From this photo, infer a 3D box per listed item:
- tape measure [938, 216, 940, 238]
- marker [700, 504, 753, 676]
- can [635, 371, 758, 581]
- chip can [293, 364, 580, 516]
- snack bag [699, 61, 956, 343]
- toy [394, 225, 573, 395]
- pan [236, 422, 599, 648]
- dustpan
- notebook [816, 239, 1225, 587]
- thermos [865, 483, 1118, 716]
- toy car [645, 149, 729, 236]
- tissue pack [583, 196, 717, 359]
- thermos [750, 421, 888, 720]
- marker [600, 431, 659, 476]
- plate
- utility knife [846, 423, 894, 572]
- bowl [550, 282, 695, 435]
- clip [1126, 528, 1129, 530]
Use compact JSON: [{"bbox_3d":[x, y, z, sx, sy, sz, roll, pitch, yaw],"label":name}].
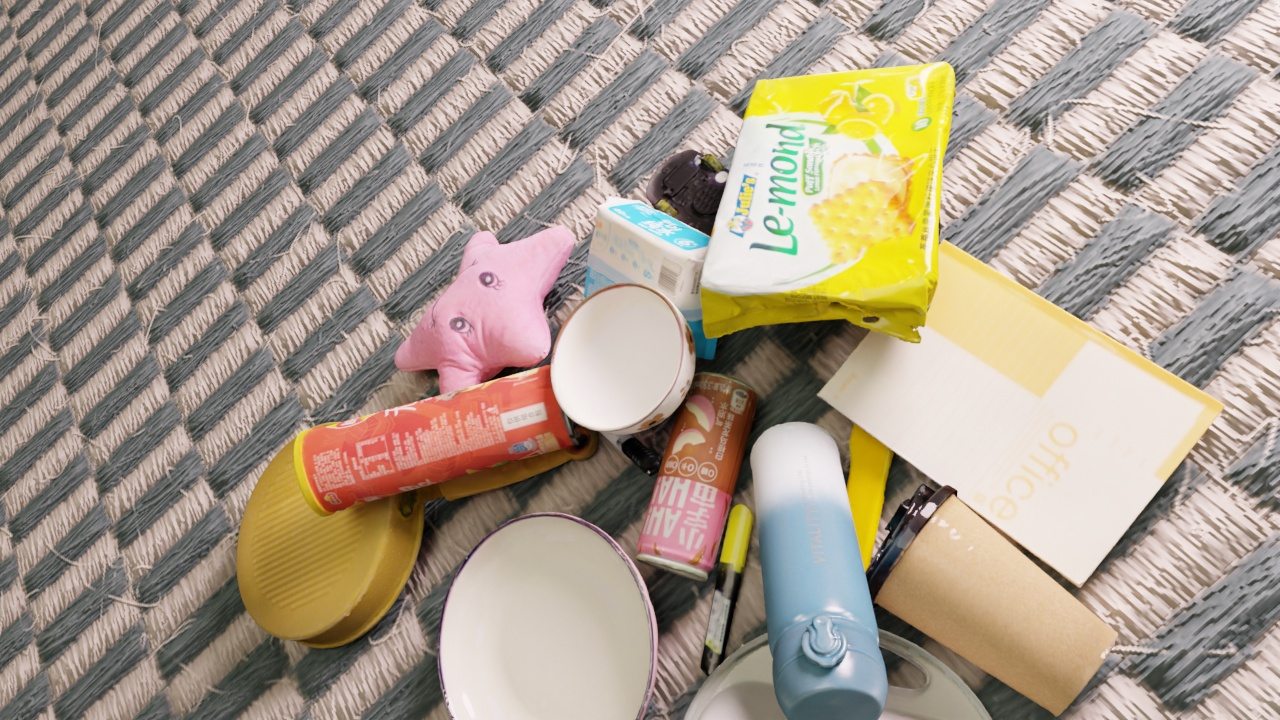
[{"bbox_3d":[0.197,-0.106,0.710,0.066,0.033,0.066,7,71,27],"label":"tape measure"},{"bbox_3d":[0.063,0.166,0.664,0.018,0.015,0.124,5,73,30],"label":"marker"},{"bbox_3d":[0.043,0.085,0.683,0.058,0.058,0.147,8,72,29],"label":"can"},{"bbox_3d":[-0.160,0.062,0.730,0.216,0.073,0.073,-16,60,2],"label":"chip can"},{"bbox_3d":[0.143,-0.116,0.667,0.158,0.068,0.245,2,56,24],"label":"snack bag"},{"bbox_3d":[-0.127,-0.042,0.811,0.179,0.074,0.194,29,82,42],"label":"toy"},{"bbox_3d":[-0.201,0.123,0.794,0.358,0.078,0.197,-26,60,21],"label":"pan"},{"bbox_3d":[0.111,0.296,0.540,0.223,0.142,0.257,7,87,17],"label":"dustpan"},{"bbox_3d":[0.243,0.027,0.609,0.206,0.010,0.146,39,91,27],"label":"notebook"},{"bbox_3d":[0.208,0.144,0.563,0.143,0.093,0.093,36,86,25],"label":"thermos"},{"bbox_3d":[0.071,-0.122,0.771,0.070,0.042,0.158,-45,62,-3],"label":"toy car"},{"bbox_3d":[0.015,-0.069,0.748,0.140,0.063,0.090,34,127,34],"label":"tissue pack"},{"bbox_3d":[0.106,0.126,0.568,0.070,0.070,0.220,-22,29,16],"label":"thermos"},{"bbox_3d":[-0.024,0.055,0.736,0.018,0.023,0.131,-31,36,-18],"label":"marker"},{"bbox_3d":[-0.065,0.210,0.677,0.193,0.039,0.192,-8,74,29],"label":"plate"},{"bbox_3d":[0.156,0.096,0.648,0.033,0.015,0.173,6,72,34],"label":"utility knife"},{"bbox_3d":[-0.004,0.004,0.689,0.114,0.062,0.113,-11,68,30],"label":"bowl"},{"bbox_3d":[0.295,0.083,0.587,0.046,0.014,0.057,-18,61,19],"label":"clip"}]
